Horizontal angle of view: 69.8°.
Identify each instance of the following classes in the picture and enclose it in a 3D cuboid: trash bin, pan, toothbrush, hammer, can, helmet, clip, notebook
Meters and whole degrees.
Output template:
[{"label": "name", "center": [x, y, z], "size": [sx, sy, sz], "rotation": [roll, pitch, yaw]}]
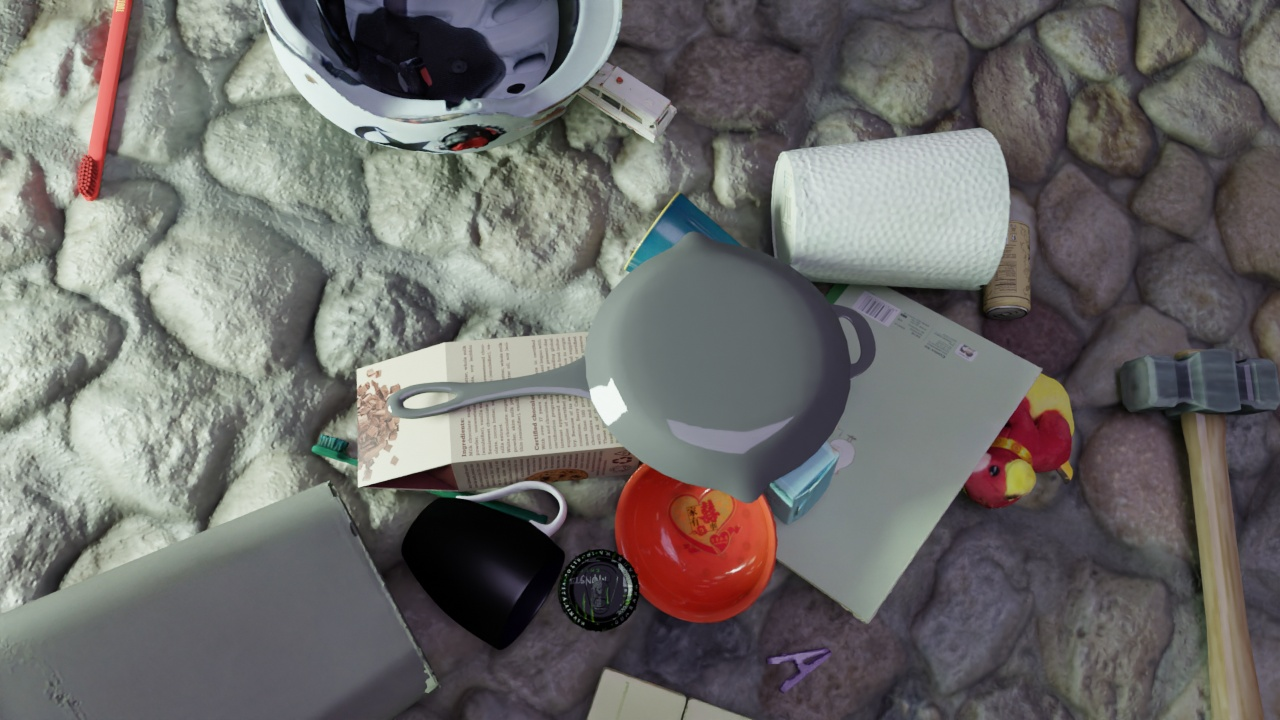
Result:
[{"label": "trash bin", "center": [0.196, -0.121, 0.755], "size": [0.161, 0.133, 0.133], "rotation": [-2, 76, -2]}, {"label": "pan", "center": [-0.004, 0.003, 0.658], "size": [0.354, 0.024, 0.216], "rotation": [-8, 67, -4]}, {"label": "toothbrush", "center": [-0.444, -0.234, 0.763], "size": [0.012, 0.018, 0.212], "rotation": [3, 76, -6]}, {"label": "hammer", "center": [0.477, 0.150, 0.759], "size": [0.117, 0.051, 0.322], "rotation": [2, 78, -6]}, {"label": "can", "center": [0.319, -0.078, 0.800], "size": [0.038, 0.038, 0.079], "rotation": [7, 75, -5]}, {"label": "helmet", "center": [-0.156, -0.266, 0.730], "size": [0.263, 0.164, 0.236], "rotation": [0, 80, -13]}, {"label": "clip", "center": [0.120, 0.233, 0.713], "size": [0.046, 0.014, 0.050], "rotation": [38, 78, 7]}, {"label": "notebook", "center": [0.174, 0.055, 0.735], "size": [0.182, 0.010, 0.252], "rotation": [33, 73, 23]}, {"label": "trash bin", "center": [-0.265, 0.202, 0.593], "size": [0.219, 0.198, 0.197], "rotation": [-28, 81, -19]}, {"label": "toothbrush", "center": [-0.162, 0.094, 0.714], "size": [0.190, 0.016, 0.017], "rotation": [19, 70, -2]}, {"label": "can", "center": [-0.031, 0.163, 0.648], "size": [0.054, 0.138, 0.054], "rotation": [1, 75, -5]}]

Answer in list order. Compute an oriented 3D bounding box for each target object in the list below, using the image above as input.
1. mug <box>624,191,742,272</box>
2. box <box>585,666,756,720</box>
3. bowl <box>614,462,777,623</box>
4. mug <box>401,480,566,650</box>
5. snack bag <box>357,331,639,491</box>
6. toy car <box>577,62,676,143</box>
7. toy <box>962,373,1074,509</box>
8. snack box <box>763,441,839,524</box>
[{"label": "mug", "center": [0.058, -0.071, 0.754], "size": [0.121, 0.078, 0.078], "rotation": [36, 75, -2]}, {"label": "box", "center": [0.006, 0.328, 0.643], "size": [0.137, 0.024, 0.187], "rotation": [22, 74, -3]}, {"label": "bowl", "center": [0.048, 0.129, 0.695], "size": [0.131, 0.045, 0.130], "rotation": [1, 93, 27]}, {"label": "mug", "center": [-0.110, 0.135, 0.676], "size": [0.100, 0.085, 0.118], "rotation": [30, 73, 14]}, {"label": "snack bag", "center": [-0.109, 0.041, 0.696], "size": [0.206, 0.070, 0.094], "rotation": [-5, 66, -8]}, {"label": "toy car", "center": [-0.024, -0.238, 0.801], "size": [0.113, 0.039, 0.039], "rotation": [34, 75, 3]}, {"label": "toy", "center": [0.311, 0.067, 0.755], "size": [0.105, 0.067, 0.137], "rotation": [36, 63, 6]}, {"label": "snack box", "center": [0.070, 0.043, 0.702], "size": [0.053, 0.075, 0.174], "rotation": [-41, 69, -12]}]
